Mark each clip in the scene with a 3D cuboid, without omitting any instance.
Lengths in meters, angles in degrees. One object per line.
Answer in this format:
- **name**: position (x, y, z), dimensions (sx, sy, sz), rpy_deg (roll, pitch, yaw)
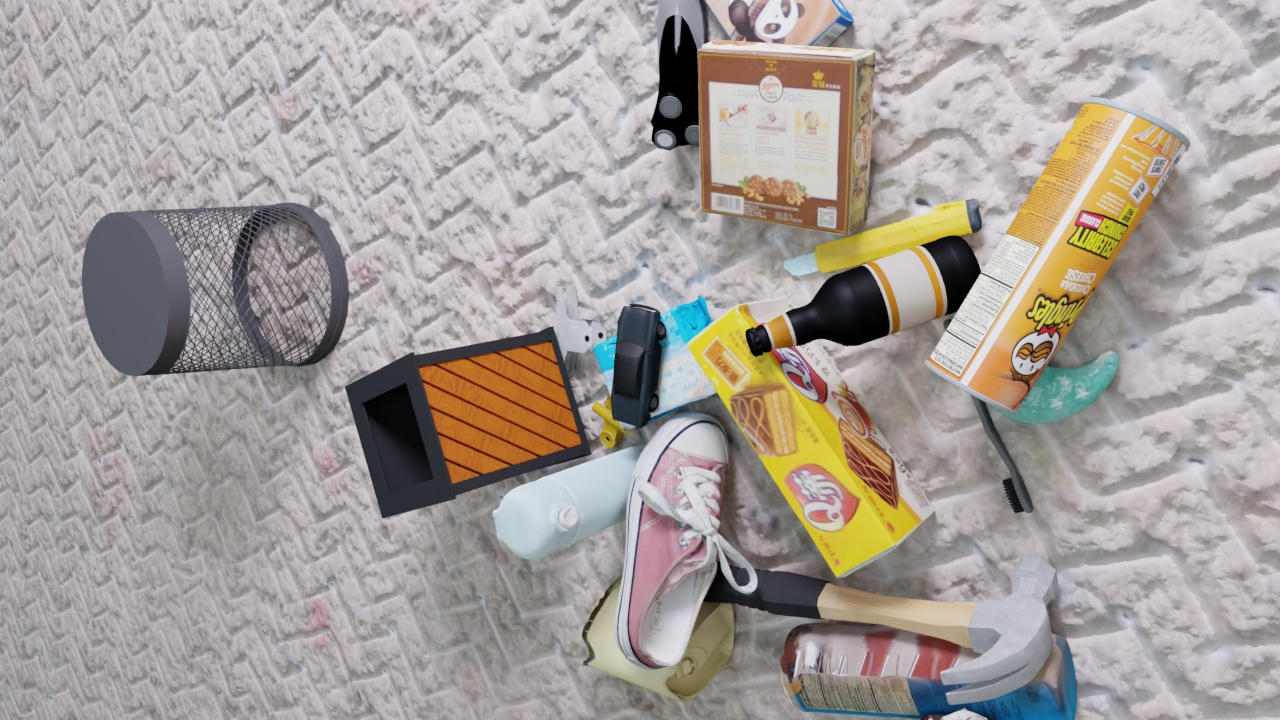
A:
- **clip**: position (-0.069, -0.026, 0.952), dimensions (0.058, 0.050, 0.102), rpy_deg (12, 105, 45)
- **clip**: position (-0.028, 0.067, 0.945), dimensions (0.054, 0.044, 0.049), rpy_deg (33, 89, 24)

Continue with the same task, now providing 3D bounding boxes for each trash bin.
- **trash bin**: position (-0.526, -0.088, 1.137), dimensions (0.218, 0.226, 0.218), rpy_deg (5, 100, 33)
- **trash bin**: position (-0.176, 0.062, 0.942), dimensions (0.140, 0.171, 0.139), rpy_deg (-20, 85, 45)

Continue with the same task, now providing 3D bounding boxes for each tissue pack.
- **tissue pack**: position (0.025, 0.005, 0.879), dimensions (0.145, 0.061, 0.093), rpy_deg (-25, 83, 36)

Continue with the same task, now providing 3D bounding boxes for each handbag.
- **handbag**: position (0.015, 0.269, 0.895), dimensions (0.119, 0.110, 0.081), rpy_deg (13, 120, 33)

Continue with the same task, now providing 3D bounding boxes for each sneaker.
- **sneaker**: position (0.040, 0.152, 0.816), dimensions (0.088, 0.118, 0.240), rpy_deg (-29, 44, 58)

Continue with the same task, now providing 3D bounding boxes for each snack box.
- **snack box**: position (0.120, -0.189, 0.773), dimensions (0.143, 0.041, 0.147), rpy_deg (15, 124, 32)
- **snack box**: position (0.144, 0.058, 0.777), dimensions (0.062, 0.109, 0.230), rpy_deg (-40, 75, 31)
- **snack box**: position (0.106, -0.321, 0.793), dimensions (0.087, 0.034, 0.151), rpy_deg (-39, 75, 32)

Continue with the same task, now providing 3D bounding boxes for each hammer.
- **hammer**: position (0.172, 0.206, 0.779), dimensions (0.329, 0.130, 0.039), rpy_deg (-1, 122, 39)

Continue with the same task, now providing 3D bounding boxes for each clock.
- **clock**: position (0.252, 0.324, 0.722), dimensions (0.154, 0.064, 0.115), rpy_deg (31, 141, -17)

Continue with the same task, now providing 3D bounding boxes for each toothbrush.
- **toothbrush**: position (0.280, 0.044, 0.743), dimensions (0.013, 0.012, 0.167), rpy_deg (-25, 83, 42)

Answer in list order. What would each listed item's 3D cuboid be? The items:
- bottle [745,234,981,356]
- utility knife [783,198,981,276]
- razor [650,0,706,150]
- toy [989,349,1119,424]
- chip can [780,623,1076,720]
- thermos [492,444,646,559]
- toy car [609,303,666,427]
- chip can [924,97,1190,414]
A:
- **bottle**: position (0.171, -0.043, 0.721), dimensions (0.181, 0.059, 0.059), rpy_deg (-19, 85, 0)
- **utility knife**: position (0.199, -0.100, 0.773), dimensions (0.179, 0.017, 0.030), rpy_deg (-13, 85, 35)
- **razor**: position (0.037, -0.274, 0.838), dimensions (0.057, 0.060, 0.156), rpy_deg (-3, 76, 23)
- **toy**: position (0.302, 0.005, 0.712), dimensions (0.105, 0.033, 0.085), rpy_deg (38, 105, 25)
- **chip can**: position (0.234, 0.260, 0.768), dimensions (0.230, 0.079, 0.080), rpy_deg (-11, 90, 34)
- **thermos**: position (-0.048, 0.129, 0.859), dimensions (0.078, 0.206, 0.065), rpy_deg (-8, 92, 34)
- **toy car**: position (-0.005, 0.005, 0.839), dimensions (0.046, 0.034, 0.112), rpy_deg (14, 106, 33)
- **chip can**: position (0.293, -0.072, 0.657), dimensions (0.075, 0.075, 0.215), rpy_deg (34, 105, 25)
